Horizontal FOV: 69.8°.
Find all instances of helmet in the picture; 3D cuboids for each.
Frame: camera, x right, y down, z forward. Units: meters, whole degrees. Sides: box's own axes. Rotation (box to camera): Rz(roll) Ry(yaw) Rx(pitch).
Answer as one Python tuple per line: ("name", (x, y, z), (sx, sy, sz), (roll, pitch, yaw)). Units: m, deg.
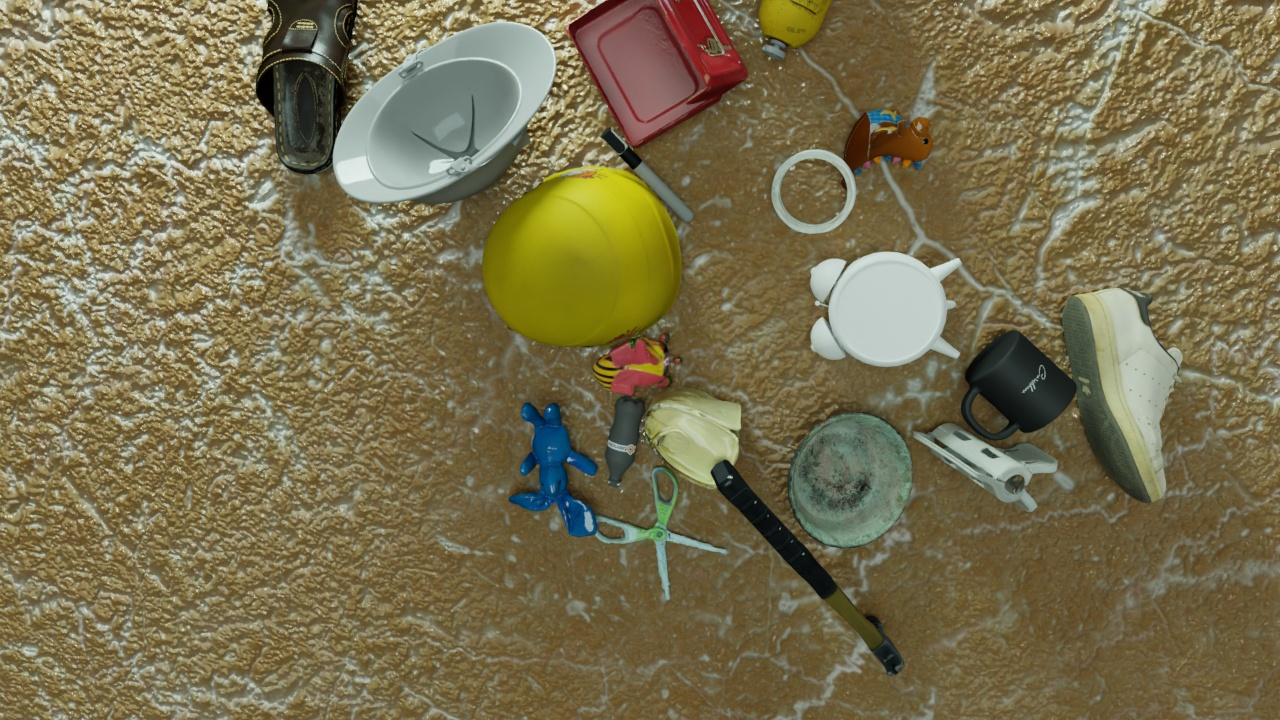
("helmet", (-0.198, -0.248, 1.023), (0.271, 0.118, 0.183), (-30, 65, 4))
("helmet", (-0.077, -0.106, 1.017), (0.240, 0.139, 0.209), (-17, 97, 8))

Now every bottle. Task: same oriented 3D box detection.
("bottle", (-0.021, 0.098, 1.097), (0.036, 0.036, 0.110), (13, 100, 3))
("bottle", (0.176, -0.404, 0.977), (0.071, 0.071, 0.164), (24, 101, 1))

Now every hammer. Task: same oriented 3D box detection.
("hammer", (0.190, 0.234, 1.014), (0.025, 0.117, 0.333), (-40, 110, 7))

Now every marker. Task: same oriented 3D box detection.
("marker", (0.009, -0.207, 1.030), (0.016, 0.016, 0.140), (-44, 114, 10))

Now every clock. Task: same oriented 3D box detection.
("clock", (0.274, -0.059, 1.034), (0.161, 0.072, 0.125), (0, 99, 13))

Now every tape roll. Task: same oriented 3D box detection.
("tape roll", (0.194, -0.189, 1.027), (0.093, 0.013, 0.093), (7, 113, 17))

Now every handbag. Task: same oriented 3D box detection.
("handbag", (0.058, 0.080, 1.046), (0.111, 0.119, 0.081), (26, 102, 0))

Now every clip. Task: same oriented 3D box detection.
("clip", (0.390, 0.117, 1.026), (0.142, 0.124, 0.073), (16, 105, -23))

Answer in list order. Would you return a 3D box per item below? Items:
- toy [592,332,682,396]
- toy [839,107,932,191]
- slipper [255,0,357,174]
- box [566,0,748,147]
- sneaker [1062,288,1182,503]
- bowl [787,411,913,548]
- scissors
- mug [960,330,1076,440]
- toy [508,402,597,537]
("toy", (-0.006, 0.006, 1.073), (0.103, 0.046, 0.084), (-20, 138, 11))
("toy", (0.272, -0.228, 1.018), (0.090, 0.070, 0.103), (14, 124, -10))
("slipper", (-0.378, -0.347, 1.037), (0.113, 0.075, 0.268), (9, 100, 3))
("box", (0.007, -0.327, 0.988), (0.169, 0.153, 0.157), (-26, 95, 40))
("sneaker", (0.549, 0.033, 1.014), (0.102, 0.089, 0.241), (-17, 93, 0))
("bowl", (0.236, 0.135, 1.060), (0.157, 0.038, 0.157), (-1, 96, -15))
("scissors", (0.020, 0.213, 1.127), (0.174, 0.022, 0.171), (-4, 97, 1))
("mug", (0.410, 0.036, 1.021), (0.088, 0.078, 0.113), (42, 88, -2))
("toy", (-0.113, 0.126, 1.097), (0.113, 0.071, 0.176), (-4, 109, 8))
